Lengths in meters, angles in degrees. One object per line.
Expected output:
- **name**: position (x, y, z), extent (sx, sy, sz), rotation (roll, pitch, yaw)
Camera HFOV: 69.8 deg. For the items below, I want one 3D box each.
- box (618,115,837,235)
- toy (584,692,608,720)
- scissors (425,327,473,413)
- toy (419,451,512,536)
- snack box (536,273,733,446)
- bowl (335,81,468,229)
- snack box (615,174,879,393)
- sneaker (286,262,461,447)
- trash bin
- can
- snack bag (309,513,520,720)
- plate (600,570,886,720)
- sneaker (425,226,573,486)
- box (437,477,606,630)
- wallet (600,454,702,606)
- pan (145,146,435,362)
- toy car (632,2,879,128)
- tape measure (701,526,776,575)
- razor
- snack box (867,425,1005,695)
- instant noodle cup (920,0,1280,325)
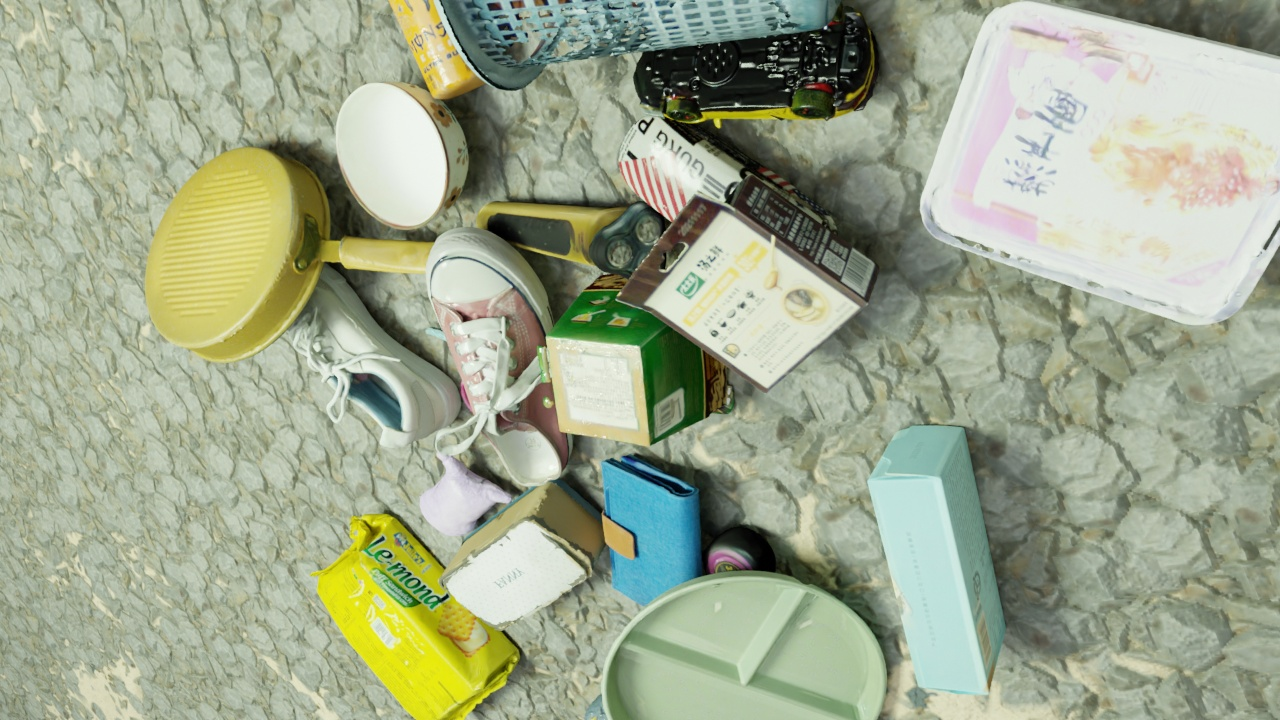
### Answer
- **box**: position (0.055, -0.106, 0.621), extent (0.164, 0.060, 0.072), rotation (33, 150, 8)
- **toy**: position (0.010, 0.369, 0.864), extent (0.138, 0.091, 0.357), rotation (12, 121, 12)
- **scissors**: position (-0.142, -0.007, 0.818), extent (0.133, 0.017, 0.134), rotation (17, 121, 29)
- **toy**: position (-0.181, 0.135, 0.893), extent (0.084, 0.038, 0.108), rotation (38, 134, -5)
- **snack box**: position (-0.004, 0.004, 0.681), extent (0.118, 0.105, 0.118), rotation (6, 117, 28)
- **bowl**: position (-0.180, -0.167, 0.732), extent (0.113, 0.062, 0.114), rotation (12, 118, 25)
- **snack box**: position (0.067, -0.050, 0.594), extent (0.125, 0.053, 0.114), rotation (36, 137, -6)
- **sneaker**: position (-0.284, -0.007, 0.856), extent (0.242, 0.090, 0.090), rotation (40, 126, 9)
- **trash bin**: position (0.014, -0.258, 0.492), extent (0.195, 0.226, 0.227), rotation (8, 117, 14)
- **can**: position (-0.155, -0.269, 0.669), extent (0.058, 0.058, 0.146), rotation (-15, 105, 35)
- **snack bag**: position (-0.252, 0.289, 0.996), extent (0.246, 0.068, 0.158), rotation (47, 128, 5)
- **plate**: position (0.083, 0.262, 0.749), extent (0.230, 0.027, 0.230), rotation (1, 116, 1)
- **sneaker**: position (-0.111, 0.013, 0.736), extent (0.118, 0.087, 0.241), rotation (-8, 120, 10)
- **box**: position (-0.105, 0.179, 0.849), extent (0.090, 0.062, 0.185), rotation (45, 127, -12)
- **wallet**: position (0.010, 0.153, 0.773), extent (0.106, 0.040, 0.133), rotation (19, 121, 46)
- **pan**: position (-0.285, -0.092, 0.798), extent (0.358, 0.078, 0.197), rotation (0, 75, 29)
- **toy car**: position (0.070, -0.185, 0.578), extent (0.156, 0.041, 0.071), rotation (5, 88, 26)
- **tape measure**: position (0.082, 0.166, 0.751), extent (0.058, 0.039, 0.057), rotation (-27, 94, 43)
- **razor**: position (-0.057, -0.097, 0.695), extent (0.168, 0.067, 0.062), rotation (14, 119, 33)
- **snack box**: position (0.209, 0.138, 0.638), extent (0.052, 0.074, 0.175), rotation (-6, 109, 33)
- **instant noodle cup**: position (0.256, -0.110, 0.497), extent (0.173, 0.060, 0.138), rotation (24, 123, 21)
